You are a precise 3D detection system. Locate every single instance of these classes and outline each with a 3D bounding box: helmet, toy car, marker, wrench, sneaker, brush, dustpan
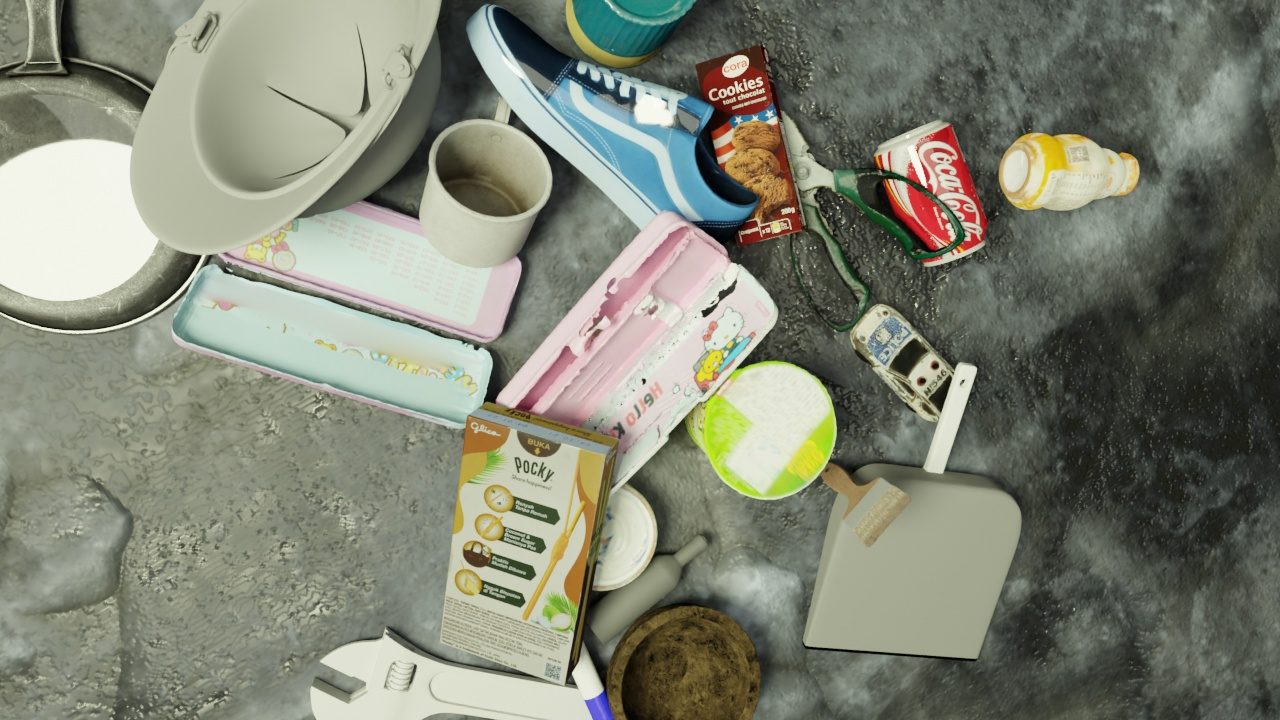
[{"bbox_3d":[-0.207,-0.167,0.615,0.183,0.118,0.270,16,74,19],"label":"helmet"},{"bbox_3d":[0.222,0.003,0.756,0.113,0.040,0.048,43,84,-11],"label":"toy car"},{"bbox_3d":[-0.053,0.220,0.716,0.020,0.020,0.141,-24,92,-10],"label":"marker"},{"bbox_3d":[-0.116,0.272,0.716,0.273,0.018,0.086,16,90,-14],"label":"wrench"},{"bbox_3d":[-0.008,-0.179,0.656,0.241,0.083,0.098,42,120,-18],"label":"sneaker"},{"bbox_3d":[0.162,0.098,0.697,0.008,0.143,0.045,40,93,-11],"label":"brush"},{"bbox_3d":[0.239,0.128,0.762,0.163,0.033,0.258,8,108,-13],"label":"dustpan"}]

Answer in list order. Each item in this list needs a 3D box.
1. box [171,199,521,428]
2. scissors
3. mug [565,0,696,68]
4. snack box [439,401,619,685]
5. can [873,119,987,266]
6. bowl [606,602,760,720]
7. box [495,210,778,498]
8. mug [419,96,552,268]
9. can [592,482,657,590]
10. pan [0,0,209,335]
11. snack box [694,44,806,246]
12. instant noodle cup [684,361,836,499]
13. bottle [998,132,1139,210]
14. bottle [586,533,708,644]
[{"bbox_3d":[-0.203,-0.043,0.657,0.214,0.049,0.149,18,69,-13],"label":"box"},{"bbox_3d":[0.136,-0.113,0.733,0.209,0.015,0.147,36,114,6],"label":"scissors"},{"bbox_3d":[-0.001,-0.278,0.655,0.083,0.107,0.113,23,89,-11],"label":"mug"},{"bbox_3d":[-0.082,0.132,0.657,0.101,0.031,0.186,15,109,12],"label":"snack box"},{"bbox_3d":[0.234,-0.134,0.737,0.064,0.064,0.105,-25,99,-10],"label":"can"},{"bbox_3d":[0.028,0.247,0.722,0.121,0.056,0.121,0,89,-16],"label":"bowl"},{"bbox_3d":[-0.002,0.005,0.645,0.202,0.102,0.087,-47,144,14],"label":"box"},{"bbox_3d":[-0.110,-0.128,0.654,0.084,0.071,0.113,14,60,-15],"label":"mug"},{"bbox_3d":[-0.032,0.132,0.710,0.086,0.043,0.086,-1,93,-14],"label":"can"},{"bbox_3d":[-0.394,-0.194,0.612,0.187,0.055,0.357,-5,99,-12],"label":"pan"},{"bbox_3d":[0.086,-0.164,0.708,0.051,0.031,0.141,-12,97,19],"label":"snack box"},{"bbox_3d":[0.081,0.046,0.694,0.099,0.108,0.099,-1,94,-12],"label":"instant noodle cup"},{"bbox_3d":[0.358,-0.156,0.764,0.108,0.063,0.063,-2,94,-15],"label":"bottle"},{"bbox_3d":[0.007,0.177,0.727,0.113,0.030,0.030,-38,100,-7],"label":"bottle"}]
